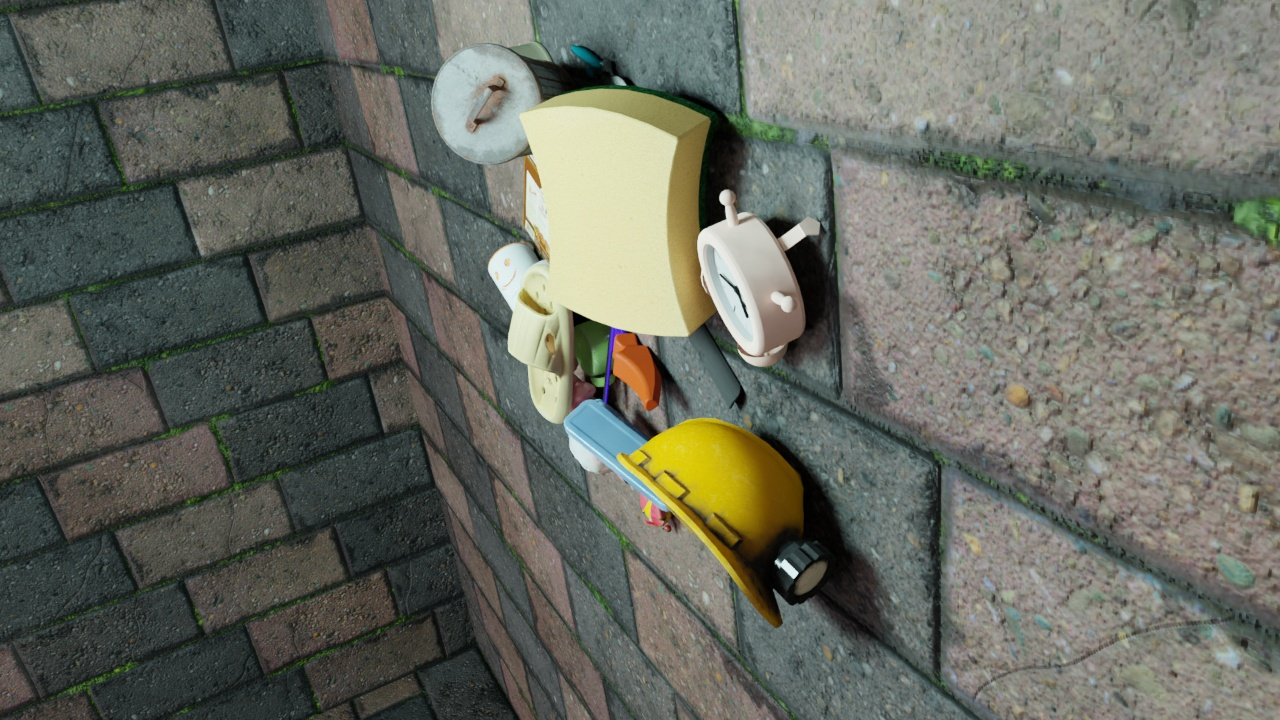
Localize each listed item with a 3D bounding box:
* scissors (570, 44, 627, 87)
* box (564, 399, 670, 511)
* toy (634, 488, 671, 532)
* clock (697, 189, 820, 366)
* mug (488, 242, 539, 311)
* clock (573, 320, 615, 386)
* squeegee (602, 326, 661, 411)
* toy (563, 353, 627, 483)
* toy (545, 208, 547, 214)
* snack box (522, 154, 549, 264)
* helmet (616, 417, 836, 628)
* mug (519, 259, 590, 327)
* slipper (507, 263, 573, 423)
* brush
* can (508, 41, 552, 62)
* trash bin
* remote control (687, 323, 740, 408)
[{"bbox_3d":[-0.052,-0.346,1.101,0.149,0.019,0.131,69,158,8],"label":"scissors"},{"bbox_3d":[-0.011,0.138,1.267,0.210,0.072,0.079,36,157,26],"label":"box"},{"bbox_3d":[0.019,0.202,1.339,0.084,0.046,0.103,-128,31,-67],"label":"toy"},{"bbox_3d":[0.114,-0.076,0.877,0.161,0.086,0.131,102,144,-67],"label":"clock"},{"bbox_3d":[-0.193,-0.130,1.513,0.105,0.082,0.082,56,153,29],"label":"mug"},{"bbox_3d":[-0.068,-0.015,1.367,0.094,0.042,0.120,55,153,36],"label":"clock"},{"bbox_3d":[-0.007,0.007,1.225,0.184,0.055,0.250,-114,26,-54],"label":"squeegee"},{"bbox_3d":[-0.086,0.094,1.433,0.213,0.084,0.142,55,166,29],"label":"toy"},{"bbox_3d":[-0.083,-0.147,1.255,0.113,0.070,0.177,42,152,16],"label":"toy"},{"bbox_3d":[-0.125,-0.213,1.344,0.143,0.041,0.147,56,154,32],"label":"snack box"},{"bbox_3d":[0.101,0.146,0.984,0.255,0.131,0.205,42,175,40],"label":"helmet"},{"bbox_3d":[-0.124,-0.087,1.411,0.097,0.078,0.112,58,-178,29],"label":"mug"},{"bbox_3d":[-0.152,-0.015,1.321,0.111,0.079,0.262,38,139,44],"label":"slipper"},{"bbox_3d":[-0.016,-0.158,0.981,0.195,0.075,0.251,17,129,30],"label":"brush"},{"bbox_3d":[-0.168,-0.372,1.276,0.128,0.073,0.128,48,148,43],"label":"can"},{"bbox_3d":[-0.155,-0.305,1.101,0.210,0.131,0.131,-51,-51,-72],"label":"trash bin"},{"bbox_3d":[0.077,-0.010,1.072,0.146,0.015,0.033,61,156,23],"label":"remote control"}]
